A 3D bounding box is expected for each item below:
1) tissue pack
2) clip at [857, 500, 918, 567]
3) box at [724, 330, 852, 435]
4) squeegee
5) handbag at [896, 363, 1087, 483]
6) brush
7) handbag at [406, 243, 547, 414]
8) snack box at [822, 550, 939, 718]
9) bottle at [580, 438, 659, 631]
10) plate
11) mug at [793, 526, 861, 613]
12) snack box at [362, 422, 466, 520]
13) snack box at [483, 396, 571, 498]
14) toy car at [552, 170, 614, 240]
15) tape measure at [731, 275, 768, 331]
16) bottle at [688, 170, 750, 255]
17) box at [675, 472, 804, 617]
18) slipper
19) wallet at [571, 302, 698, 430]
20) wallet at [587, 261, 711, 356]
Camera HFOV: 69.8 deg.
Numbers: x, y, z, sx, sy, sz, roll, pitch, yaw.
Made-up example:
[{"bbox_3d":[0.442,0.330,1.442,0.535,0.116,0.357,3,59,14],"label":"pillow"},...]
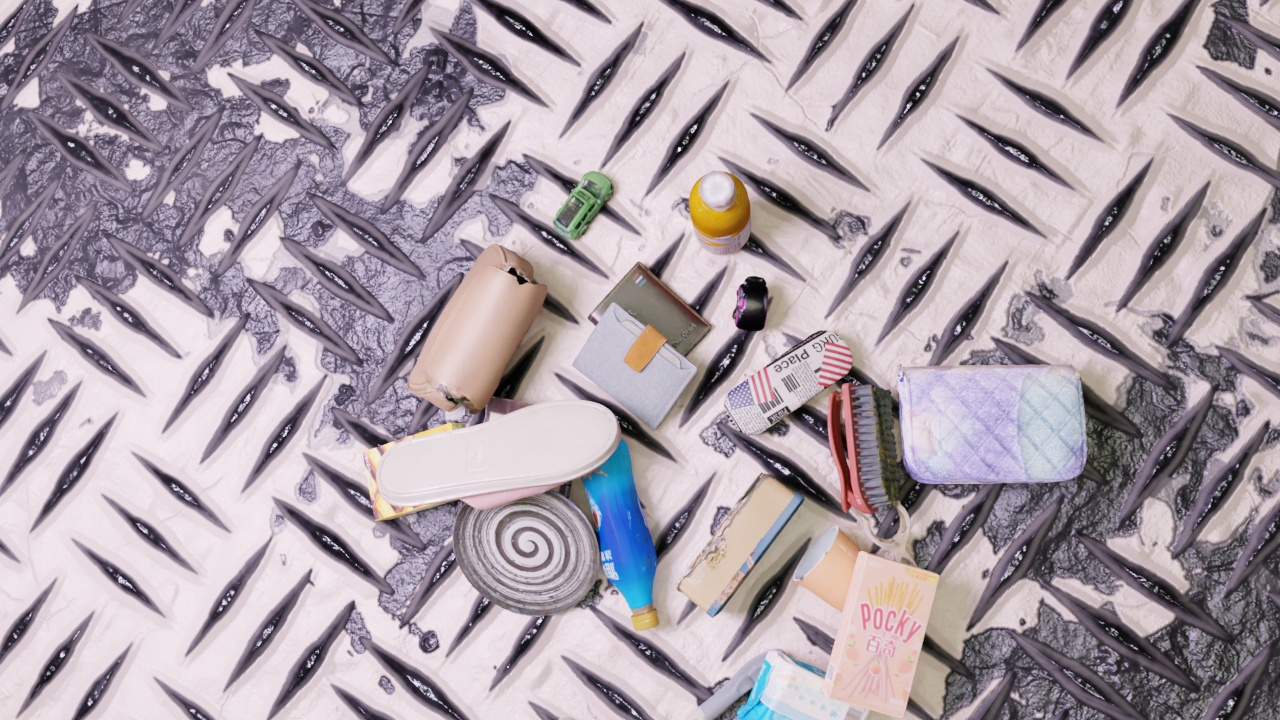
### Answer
[{"bbox_3d":[0.184,0.386,1.013,0.140,0.063,0.090,26,87,-10],"label":"tissue pack"},{"bbox_3d":[0.278,0.209,1.046,0.092,0.035,0.103,-2,92,2],"label":"clip"},{"bbox_3d":[0.173,0.026,1.075,0.164,0.057,0.071,-32,65,1],"label":"box"},{"bbox_3d":[0.069,0.411,1.046,0.246,0.039,0.246,-42,100,-5],"label":"squeegee"},{"bbox_3d":[0.388,0.071,1.027,0.194,0.075,0.134,0,80,5],"label":"handbag"},{"bbox_3d":[0.250,0.101,1.041,0.069,0.063,0.145,-14,72,40],"label":"brush"},{"bbox_3d":[-0.185,-0.032,1.069,0.099,0.148,0.204,30,90,-21],"label":"handbag"},{"bbox_3d":[0.256,0.291,0.976,0.084,0.026,0.157,16,86,-3],"label":"snack box"},{"bbox_3d":[-0.021,0.202,1.063,0.065,0.065,0.218,-16,82,4],"label":"bottle"},{"bbox_3d":[-0.132,0.218,1.071,0.179,0.024,0.179,4,109,10],"label":"plate"},{"bbox_3d":[0.242,0.255,1.026,0.123,0.078,0.078,40,90,4],"label":"mug"},{"bbox_3d":[-0.263,0.133,1.092,0.141,0.033,0.087,-18,78,22],"label":"snack box"},{"bbox_3d":[-0.135,0.114,1.091,0.113,0.053,0.125,11,85,8],"label":"snack box"},{"bbox_3d":[-0.071,-0.192,1.125,0.043,0.036,0.091,35,85,10],"label":"toy car"},{"bbox_3d":[0.128,-0.064,1.077,0.039,0.057,0.057,5,69,4],"label":"tape measure"},{"bbox_3d":[0.089,-0.167,1.025,0.068,0.189,0.068,-1,85,7],"label":"bottle"},{"bbox_3d":[0.117,0.201,1.036,0.060,0.090,0.184,39,91,15],"label":"box"},{"bbox_3d":[-0.155,0.111,1.020,0.274,0.054,0.114,-13,50,-3],"label":"slipper"},{"bbox_3d":[-0.006,0.006,1.079,0.130,0.036,0.107,38,117,9],"label":"wallet"},{"bbox_3d":[0.011,-0.046,1.109,0.122,0.020,0.096,43,90,6],"label":"wallet"}]
